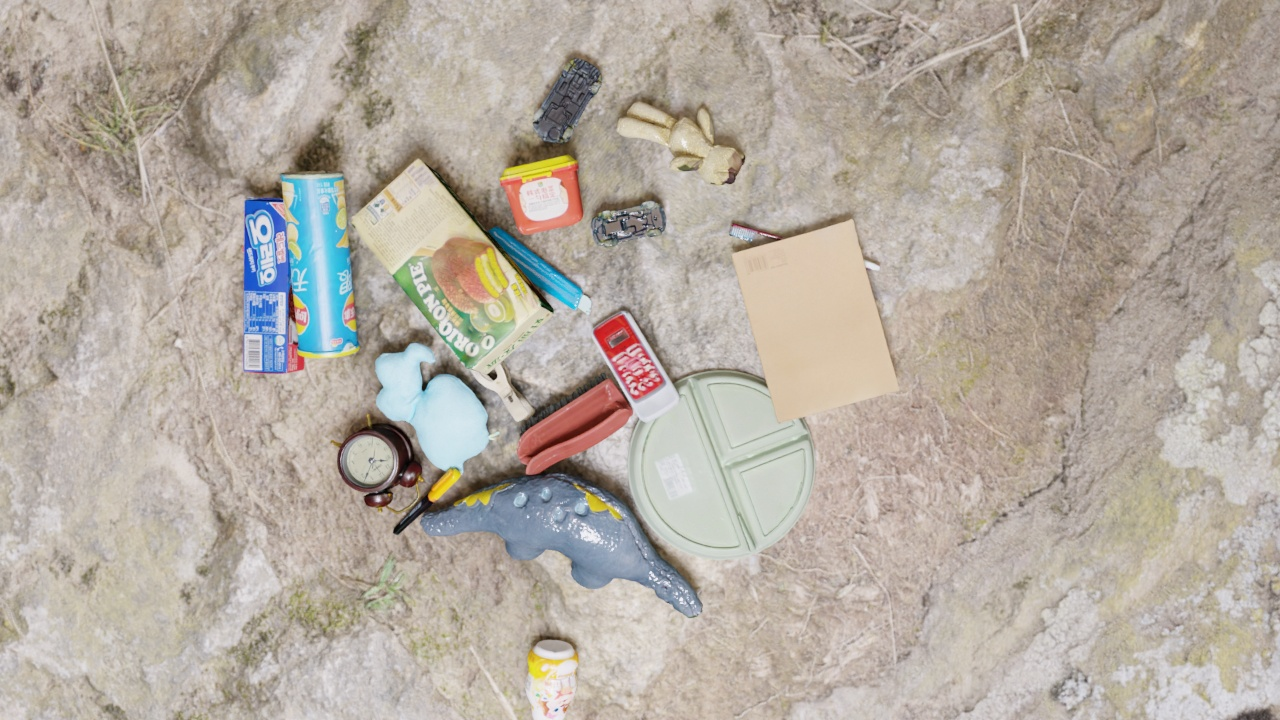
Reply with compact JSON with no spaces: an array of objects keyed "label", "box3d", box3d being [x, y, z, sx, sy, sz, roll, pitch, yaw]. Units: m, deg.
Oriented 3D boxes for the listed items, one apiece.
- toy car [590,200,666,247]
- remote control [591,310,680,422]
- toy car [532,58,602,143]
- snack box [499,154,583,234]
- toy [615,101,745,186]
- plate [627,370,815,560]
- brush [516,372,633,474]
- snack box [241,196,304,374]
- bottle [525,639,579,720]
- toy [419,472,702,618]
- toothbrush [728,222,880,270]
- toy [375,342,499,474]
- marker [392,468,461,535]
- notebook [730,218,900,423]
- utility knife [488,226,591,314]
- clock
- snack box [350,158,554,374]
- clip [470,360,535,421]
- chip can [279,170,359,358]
[{"label":"toy car","box3d":[-0.014,-0.162,1.095,0.090,0.034,0.043,-14,90,0]},{"label":"remote control","box3d":[-0.006,0.006,1.092,0.056,0.020,0.136,-31,74,2]},{"label":"toy car","box3d":[-0.087,-0.305,1.088,0.049,0.031,0.105,33,92,0]},{"label":"snack box","box3d":[-0.112,-0.193,1.074,0.091,0.082,0.080,-12,103,3]},{"label":"toy","box3d":[0.046,-0.254,1.079,0.157,0.066,0.104,27,51,3]},{"label":"plate","box3d":[0.099,0.126,1.100,0.230,0.027,0.230,0,88,-3]},{"label":"brush","box3d":[-0.082,0.081,1.087,0.146,0.069,0.063,-31,129,4]},{"label":"snack box","box3d":[-0.438,-0.089,1.097,0.057,0.058,0.207,2,94,2]},{"label":"bottle","box3d":[-0.109,0.399,1.118,0.063,0.063,0.108,5,94,1]},{"label":"toy","box3d":[-0.083,0.205,1.093,0.356,0.091,0.138,19,106,2]},{"label":"toothbrush","box3d":[0.197,-0.133,1.101,0.187,0.016,0.017,16,102,0]},{"label":"toy","box3d":[-0.246,0.060,1.103,0.156,0.049,0.161,8,106,11]},{"label":"marker","box3d":[-0.262,0.173,1.116,0.015,0.018,0.124,37,111,-26]},{"label":"notebook","box3d":[0.206,-0.046,1.085,0.149,0.012,0.211,-16,90,2]},{"label":"utility knife","box3d":[-0.124,-0.107,1.109,0.161,0.018,0.034,35,97,-3]},{"label":"clock","box3d":[-0.313,0.129,1.109,0.082,0.055,0.122,-36,89,3]},{"label":"snack box","box3d":[-0.217,-0.108,1.060,0.114,0.063,0.240,-42,77,4]},{"label":"clip","box3d":[-0.166,0.030,1.108,0.034,0.070,0.100,-40,85,2]},{"label":"chip can","box3d":[-0.372,-0.112,1.067,0.071,0.071,0.210,0,106,1]}]
